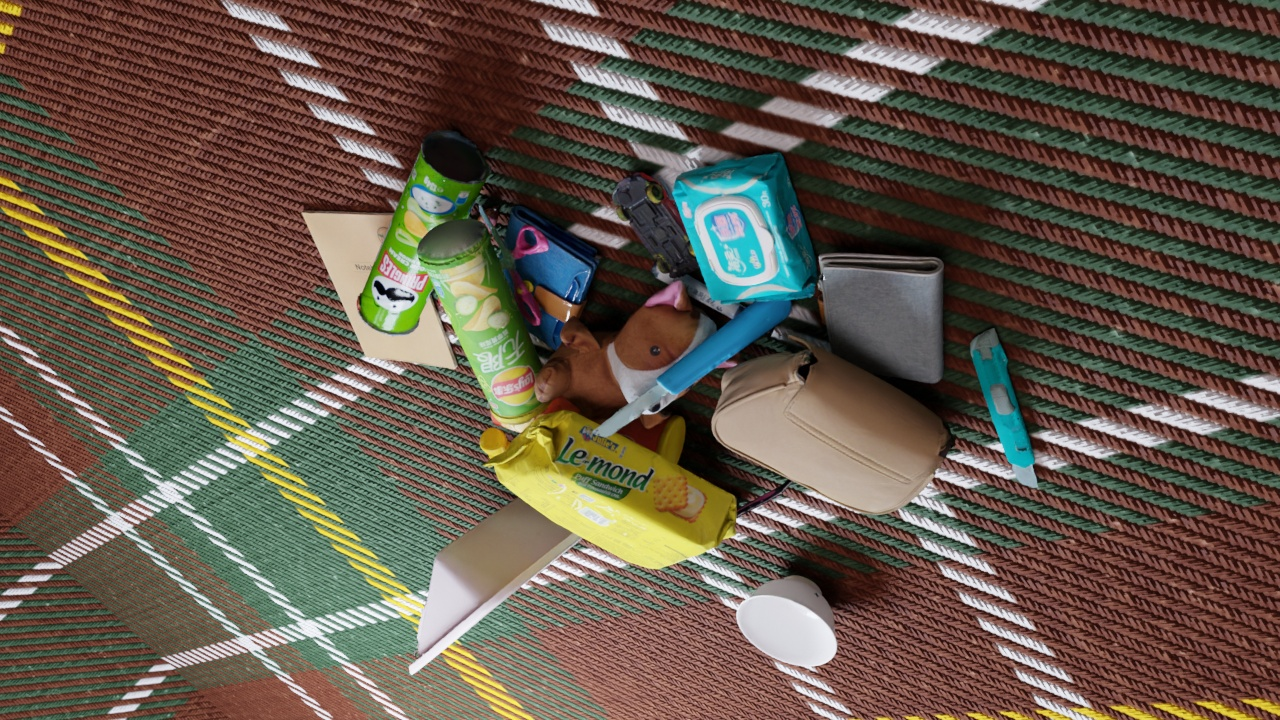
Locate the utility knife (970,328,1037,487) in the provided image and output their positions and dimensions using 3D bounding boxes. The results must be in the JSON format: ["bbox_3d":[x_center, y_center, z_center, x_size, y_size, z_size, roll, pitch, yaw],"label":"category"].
[{"bbox_3d":[0.323,0.046,0.807,0.029,0.013,0.176,-8,121,37],"label":"utility knife"}]

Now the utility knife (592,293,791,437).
[{"bbox_3d":[0.048,0.005,0.831,0.034,0.218,0.018,57,176,-40],"label":"utility knife"}]

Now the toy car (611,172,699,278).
[{"bbox_3d":[0.019,-0.125,0.834,0.049,0.031,0.106,-26,111,42],"label":"toy car"}]

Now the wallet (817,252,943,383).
[{"bbox_3d":[0.206,-0.040,0.787,0.107,0.036,0.130,9,141,26],"label":"wallet"}]

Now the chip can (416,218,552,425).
[{"bbox_3d":[-0.152,-0.037,0.918,0.073,0.072,0.221,6,133,27],"label":"chip can"}]

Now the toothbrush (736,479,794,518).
[{"bbox_3d":[0.132,0.151,0.981,0.190,0.014,0.018,-36,112,30],"label":"toothbrush"}]

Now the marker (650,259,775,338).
[{"bbox_3d":[0.069,-0.060,0.869,0.131,0.018,0.023,30,111,5],"label":"marker"}]

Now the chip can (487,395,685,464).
[{"bbox_3d":[-0.060,0.068,1.015,0.217,0.073,0.073,15,132,21],"label":"chip can"}]

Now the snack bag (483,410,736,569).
[{"bbox_3d":[-0.030,0.141,0.955,0.246,0.068,0.158,30,148,-15],"label":"snack bag"}]

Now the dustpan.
[{"bbox_3d":[-0.163,0.295,1.162,0.139,0.221,0.274,29,129,24],"label":"dustpan"}]

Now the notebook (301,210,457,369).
[{"bbox_3d":[-0.305,-0.082,1.082,0.148,0.008,0.208,7,129,26],"label":"notebook"}]

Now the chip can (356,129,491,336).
[{"bbox_3d":[-0.227,-0.124,0.942,0.072,0.072,0.237,37,131,-1],"label":"chip can"}]

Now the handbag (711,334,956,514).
[{"bbox_3d":[0.173,0.055,0.834,0.204,0.099,0.148,28,146,-16],"label":"handbag"}]

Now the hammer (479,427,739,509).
[{"bbox_3d":[-0.034,0.139,1.062,0.301,0.032,0.129,11,160,15],"label":"hammer"}]

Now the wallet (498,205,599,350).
[{"bbox_3d":[-0.102,-0.080,0.942,0.106,0.040,0.133,34,137,8],"label":"wallet"}]

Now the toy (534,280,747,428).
[{"bbox_3d":[-0.005,0.005,0.895,0.200,0.130,0.140,-25,132,25],"label":"toy"}]

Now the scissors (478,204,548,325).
[{"bbox_3d":[-0.126,-0.097,0.911,0.134,0.017,0.133,-16,104,53],"label":"scissors"}]

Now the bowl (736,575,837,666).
[{"bbox_3d":[0.178,0.290,1.062,0.118,0.064,0.118,17,132,19],"label":"bowl"}]

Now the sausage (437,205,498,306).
[{"bbox_3d":[-0.184,-0.108,0.967,0.020,0.020,0.156,37,128,-1],"label":"sausage"}]

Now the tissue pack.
[{"bbox_3d":[0.092,-0.109,0.790,0.093,0.050,0.133,-5,123,33],"label":"tissue pack"}]
